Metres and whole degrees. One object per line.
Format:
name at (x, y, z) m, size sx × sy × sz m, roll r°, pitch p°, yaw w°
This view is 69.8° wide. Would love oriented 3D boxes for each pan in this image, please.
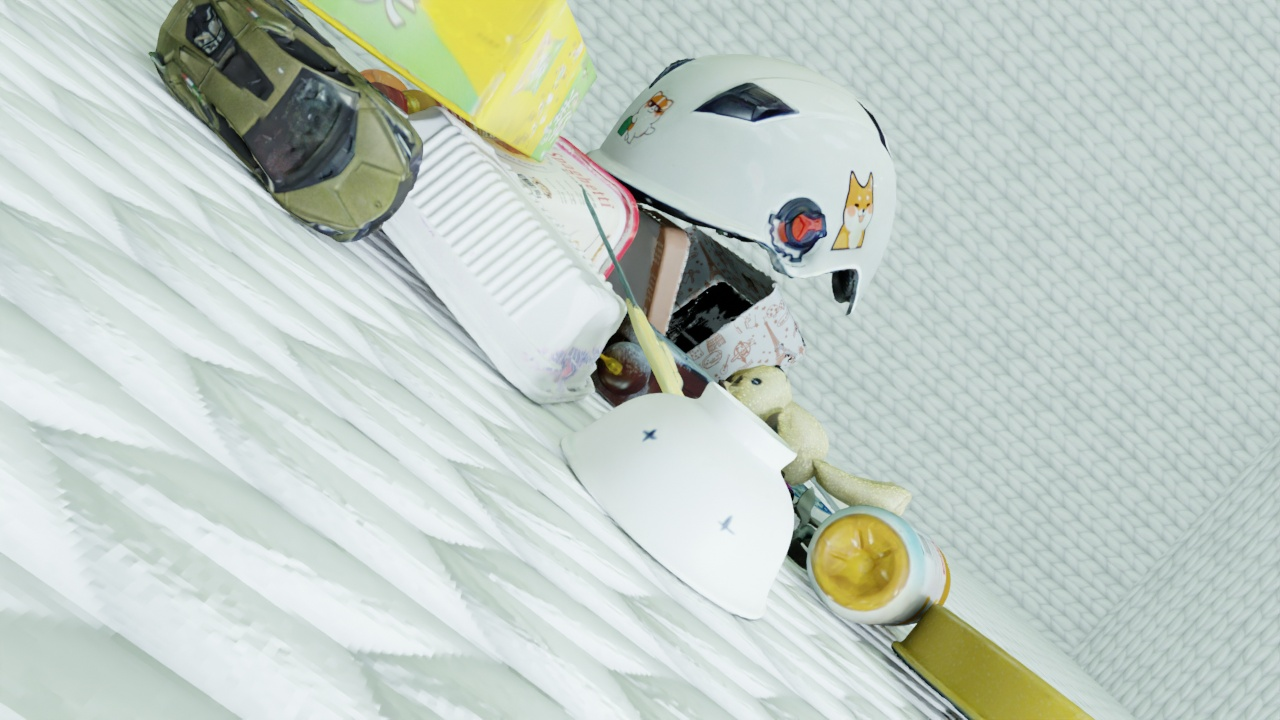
pan at (0.217, 0.220, 0.428) m, size 0.197 × 0.078 × 0.357 m, roll 38°, pitch -2°, yaw 5°

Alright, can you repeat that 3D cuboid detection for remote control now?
remote control at (0.106, 0.102, 0.739) m, size 0.125 × 0.024 × 0.049 m, roll 30°, pitch 11°, yaw -41°

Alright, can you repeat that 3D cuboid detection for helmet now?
helmet at (0.103, -0.165, 0.749) m, size 0.273 × 0.157 × 0.230 m, roll 20°, pitch 15°, yaw -39°

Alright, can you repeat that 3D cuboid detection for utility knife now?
utility knife at (0.011, 0.006, 0.495) m, size 0.216 × 0.022 × 0.031 m, roll 60°, pitch -7°, yaw -15°

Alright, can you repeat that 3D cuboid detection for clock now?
clock at (-0.004, 0.004, 0.614) m, size 0.122 × 0.055 × 0.082 m, roll 35°, pitch 8°, yaw -42°

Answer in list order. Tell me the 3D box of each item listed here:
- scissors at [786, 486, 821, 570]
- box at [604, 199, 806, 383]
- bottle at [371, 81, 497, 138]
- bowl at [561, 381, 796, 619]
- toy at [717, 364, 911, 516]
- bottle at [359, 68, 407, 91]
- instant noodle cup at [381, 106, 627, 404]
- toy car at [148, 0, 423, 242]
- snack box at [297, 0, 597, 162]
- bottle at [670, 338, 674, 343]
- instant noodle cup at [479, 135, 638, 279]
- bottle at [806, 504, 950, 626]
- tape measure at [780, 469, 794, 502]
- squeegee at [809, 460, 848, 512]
scissors at (0.113, 0.108, 0.671) m, size 0.159 × 0.014 × 0.179 m, roll 45°, pitch 13°, yaw 5°
box at (0.015, -0.063, 0.797) m, size 0.174 × 0.152 × 0.182 m, roll 59°, pitch -6°, yaw -34°
bottle at (-0.160, -0.179, 0.754) m, size 0.057 × 0.057 × 0.174 m, roll 43°, pitch 14°, yaw 24°
bowl at (0.030, 0.050, 0.408) m, size 0.118 × 0.065 × 0.118 m, roll 41°, pitch 6°, yaw -5°
toy at (0.121, 0.061, 0.657) m, size 0.157 × 0.066 × 0.105 m, roll 38°, pitch 6°, yaw 11°
bottle at (-0.199, -0.185, 0.804) m, size 0.067 × 0.067 × 0.149 m, roll 45°, pitch -1°, yaw 40°
instant noodle cup at (-0.075, -0.060, 0.492) m, size 0.173 × 0.060 × 0.138 m, roll 51°, pitch 7°, yaw 6°
toy car at (-0.161, -0.118, 0.415) m, size 0.158 × 0.070 × 0.042 m, roll 42°, pitch 6°, yaw 18°
snack box at (-0.111, -0.183, 0.482) m, size 0.157 × 0.070 × 0.210 m, roll 35°, pitch 8°, yaw -3°
bottle at (0.036, 0.001, 1.001) m, size 0.195 × 0.044 × 0.080 m, roll 40°, pitch 5°, yaw -14°
instant noodle cup at (-0.083, -0.095, 0.630) m, size 0.116 × 0.117 × 0.124 m, roll 42°, pitch 18°, yaw 19°
bottle at (0.162, 0.138, 0.596) m, size 0.068 × 0.068 × 0.189 m, roll 43°, pitch 6°, yaw 30°
tape measure at (0.069, 0.079, 0.584) m, size 0.057 × 0.039 × 0.058 m, roll 44°, pitch 6°, yaw 35°
squeegee at (0.165, 0.111, 0.899) m, size 0.246 × 0.039 × 0.246 m, roll 50°, pitch -4°, yaw -15°
